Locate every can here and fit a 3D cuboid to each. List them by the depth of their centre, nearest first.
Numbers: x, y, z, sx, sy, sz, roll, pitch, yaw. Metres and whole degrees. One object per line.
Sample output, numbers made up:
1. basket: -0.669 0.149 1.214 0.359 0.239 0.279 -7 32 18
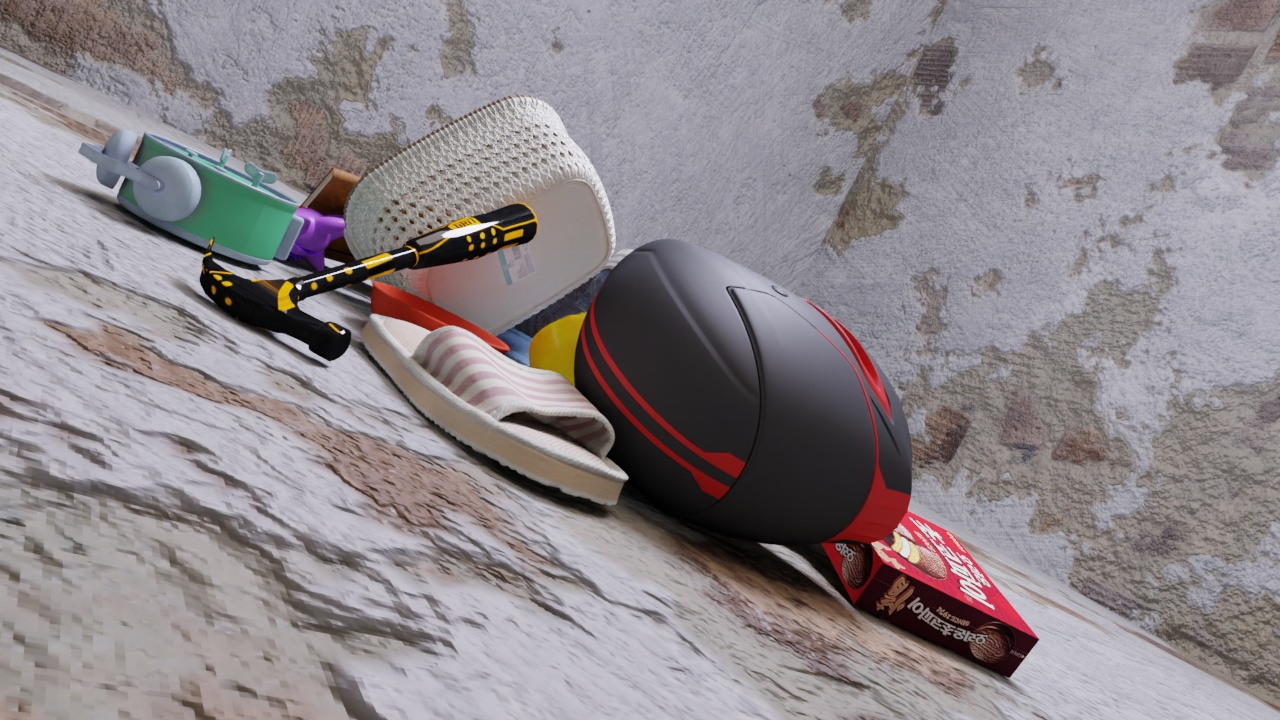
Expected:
1. can: -0.073 -0.034 0.965 0.130 0.130 0.044 29 3 30

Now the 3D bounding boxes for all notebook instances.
1. notebook: -0.249 -0.126 1.005 0.249 0.014 0.179 15 -27 -36

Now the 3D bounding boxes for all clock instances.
1. clock: -0.349 -0.135 0.714 0.122 0.075 0.161 28 3 27

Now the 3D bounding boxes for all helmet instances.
1. helmet: 0.048 0.022 0.623 0.169 0.164 0.264 2 38 -45

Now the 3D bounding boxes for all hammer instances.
1. hammer: -0.168 -0.077 0.659 0.123 0.036 0.319 28 26 13

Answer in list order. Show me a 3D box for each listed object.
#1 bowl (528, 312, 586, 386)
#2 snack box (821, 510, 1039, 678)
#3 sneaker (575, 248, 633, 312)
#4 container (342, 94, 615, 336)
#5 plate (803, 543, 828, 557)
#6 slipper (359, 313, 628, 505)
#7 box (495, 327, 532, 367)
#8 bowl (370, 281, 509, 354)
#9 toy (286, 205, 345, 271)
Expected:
1. bowl: -0.036 0.018 0.776 0.117 0.067 0.117 -3 -29 -2
2. snack box: 0.203 0.154 0.694 0.132 0.036 0.152 27 14 -12
3. sneaker: -0.005 0.005 0.878 0.087 0.079 0.236 31 -29 34
4. container: -0.145 -0.128 0.886 0.143 0.246 0.185 47 -15 40
5. plate: 0.133 0.138 0.831 0.230 0.021 0.229 27 2 -1
6. slipper: -0.096 0.014 0.584 0.115 0.052 0.263 24 4 -42
7. box: -0.134 0.002 0.917 0.066 0.049 0.210 -2 21 -44
8. bowl: -0.170 -0.022 0.753 0.122 0.035 0.122 27 2 -1
9. toy: -0.329 -0.120 0.884 0.106 0.056 0.088 -8 -9 12
